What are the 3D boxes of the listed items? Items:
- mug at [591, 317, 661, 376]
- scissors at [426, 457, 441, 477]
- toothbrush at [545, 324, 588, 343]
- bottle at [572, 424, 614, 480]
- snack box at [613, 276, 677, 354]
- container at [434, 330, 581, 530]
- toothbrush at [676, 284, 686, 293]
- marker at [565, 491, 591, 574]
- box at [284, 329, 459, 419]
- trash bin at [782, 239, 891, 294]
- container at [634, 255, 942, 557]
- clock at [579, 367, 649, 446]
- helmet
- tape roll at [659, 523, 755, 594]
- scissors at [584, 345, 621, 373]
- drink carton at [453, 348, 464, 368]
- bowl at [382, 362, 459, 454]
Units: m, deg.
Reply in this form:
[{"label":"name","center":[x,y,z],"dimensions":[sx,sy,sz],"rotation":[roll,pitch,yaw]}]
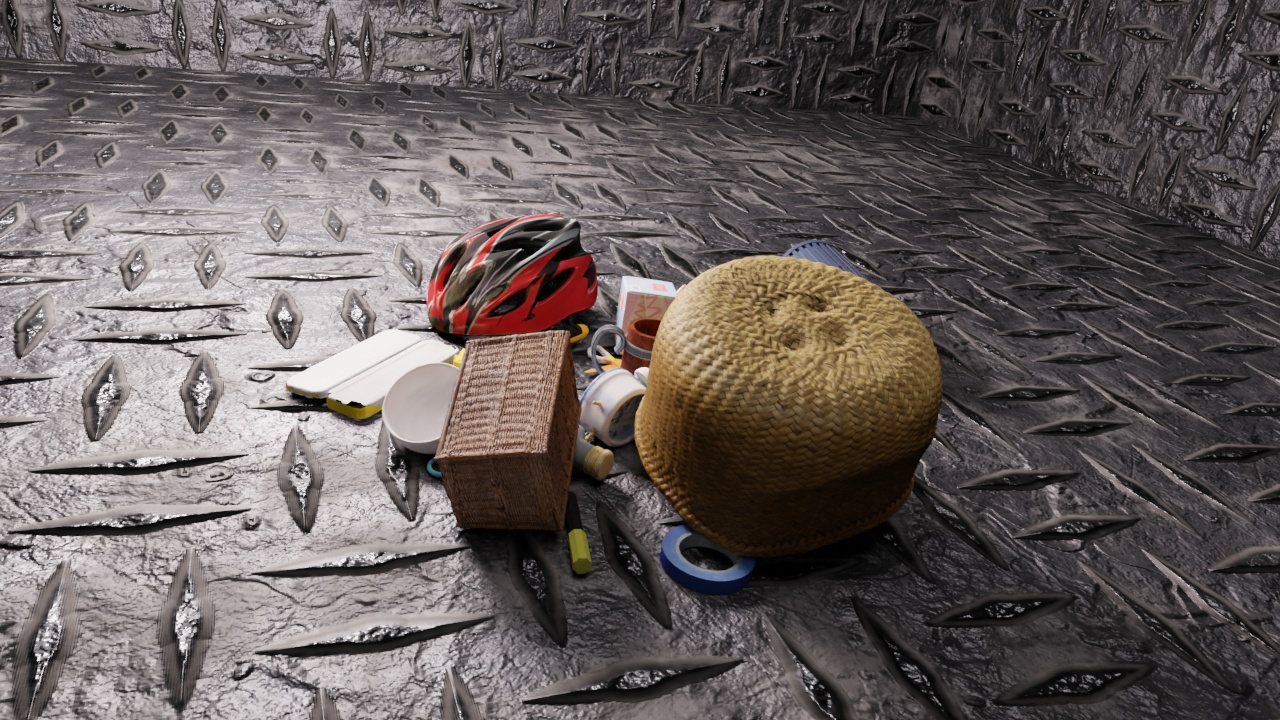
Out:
[{"label":"mug","center":[-0.007,0.007,1.178],"dimensions":[0.117,0.111,0.081],"rotation":[4,27,-9]},{"label":"scissors","center":[-0.187,0.135,0.978],"dimensions":[0.056,0.015,0.137],"rotation":[-4,26,-29]},{"label":"toothbrush","center":[-0.152,-0.022,1.287],"dimensions":[0.196,0.031,0.031],"rotation":[-18,47,-38]},{"label":"bottle","center":[-0.105,0.091,1.053],"dimensions":[0.161,0.046,0.072],"rotation":[22,29,25]},{"label":"snack box","center":[0.008,-0.062,1.329],"dimensions":[0.079,0.095,0.093],"rotation":[8,17,-7]},{"label":"container","center":[-0.131,0.071,0.948],"dimensions":[0.113,0.114,0.198],"rotation":[-2,40,5]},{"label":"toothbrush","center":[0.045,-0.094,1.508],"dimensions":[0.018,0.016,0.180],"rotation":[11,26,18]},{"label":"marker","center":[-0.066,0.173,0.930],"dimensions":[0.017,0.021,0.123],"rotation":[3,23,-12]},{"label":"box","center":[-0.338,0.011,1.175],"dimensions":[0.127,0.023,0.209],"rotation":[20,29,19]},{"label":"trash bin","center":[0.303,-0.096,1.454],"dimensions":[0.139,0.139,0.249],"rotation":[3,25,-11]},{"label":"container","center":[0.152,0.029,0.969],"dimensions":[0.307,0.197,0.306],"rotation":[4,40,-3]},{"label":"clock","center":[-0.018,0.053,1.108],"dimensions":[0.125,0.089,0.052],"rotation":[-19,43,-40]},{"label":"helmet","center":[-0.193,-0.124,1.360],"dimensions":[0.271,0.167,0.218],"rotation":[-28,35,-33]},{"label":"tape roll","center":[0.067,0.198,0.922],"dimensions":[0.091,0.016,0.093],"rotation":[-10,32,-34]},{"label":"scissors","center":[-0.027,0.006,1.288],"dimensions":[0.125,0.011,0.128],"rotation":[-10,29,-36]},{"label":"drink carton","center":[-0.176,0.028,1.143],"dimensions":[0.122,0.058,0.041],"rotation":[11,26,4]},{"label":"bowl","center":[-0.234,0.059,1.042],"dimensions":[0.105,0.054,0.104],"rotation":[-4,59,7]}]
